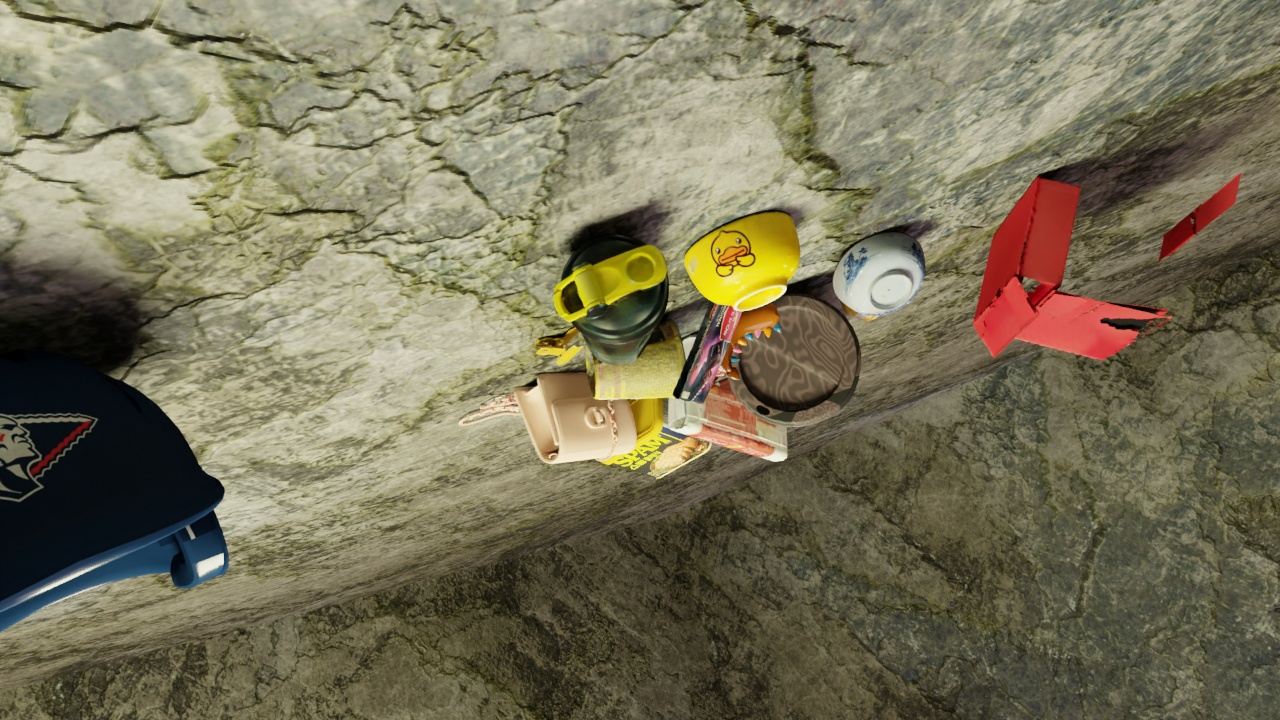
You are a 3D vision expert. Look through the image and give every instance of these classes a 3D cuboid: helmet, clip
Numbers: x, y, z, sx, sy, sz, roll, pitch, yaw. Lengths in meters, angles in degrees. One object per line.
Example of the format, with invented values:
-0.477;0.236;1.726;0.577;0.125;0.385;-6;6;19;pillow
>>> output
-0.412;0.103;0.615;0.273;0.223;0.231;7;-155;45;helmet
-0.092;-0.013;1.030;0.048;0.045;0.054;-41;-178;-36;clip

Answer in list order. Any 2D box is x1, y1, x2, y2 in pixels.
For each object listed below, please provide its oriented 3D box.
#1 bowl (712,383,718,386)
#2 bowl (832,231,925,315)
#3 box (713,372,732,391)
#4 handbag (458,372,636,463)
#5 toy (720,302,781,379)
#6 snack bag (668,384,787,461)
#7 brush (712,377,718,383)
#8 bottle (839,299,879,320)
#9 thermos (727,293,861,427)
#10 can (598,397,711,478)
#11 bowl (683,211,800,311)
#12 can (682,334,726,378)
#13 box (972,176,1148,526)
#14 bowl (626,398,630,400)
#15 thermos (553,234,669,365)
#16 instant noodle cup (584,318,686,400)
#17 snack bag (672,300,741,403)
0.083;0.067;1.358;0.105;0.054;0.105;2;145;1;bowl
0.291;-0.093;1.095;0.114;0.045;0.114;-5;131;-6;bowl
0.189;0.009;1.396;0.187;0.078;0.054;-21;139;12;box
-0.112;0.100;1.240;0.188;0.116;0.198;-30;163;35;handbag
0.129;-0.030;1.120;0.090;0.103;0.071;-13;165;0;toy
0.126;0.084;1.287;0.225;0.077;0.041;19;155;-39;snack bag
0.074;0.035;1.409;0.173;0.041;0.030;-42;-166;54;brush
0.299;-0.100;1.163;0.063;0.063;0.109;-12;152;-30;bottle
0.212;0.005;1.250;0.173;0.172;0.226;-23;172;11;thermos
0.021;0.106;1.306;0.104;0.075;0.136;23;140;-32;can
0.109;-0.092;0.924;0.117;0.067;0.117;-19;166;-5;bowl
0.088;-0.004;1.253;0.054;0.054;0.096;-25;165;19;can
0.497;-0.001;1.125;0.107;0.409;0.211;-9;166;5;box
0.003;0.056;1.380;0.119;0.032;0.119;-28;162;-11;bowl
-0.024;-0.048;0.868;0.098;0.098;0.221;-19;171;-4;thermos
-0.007;0.006;1.097;0.108;0.102;0.102;-8;164;-11;instant noodle cup
0.082;-0.023;1.053;0.074;0.018;0.155;11;102;-62;snack bag
